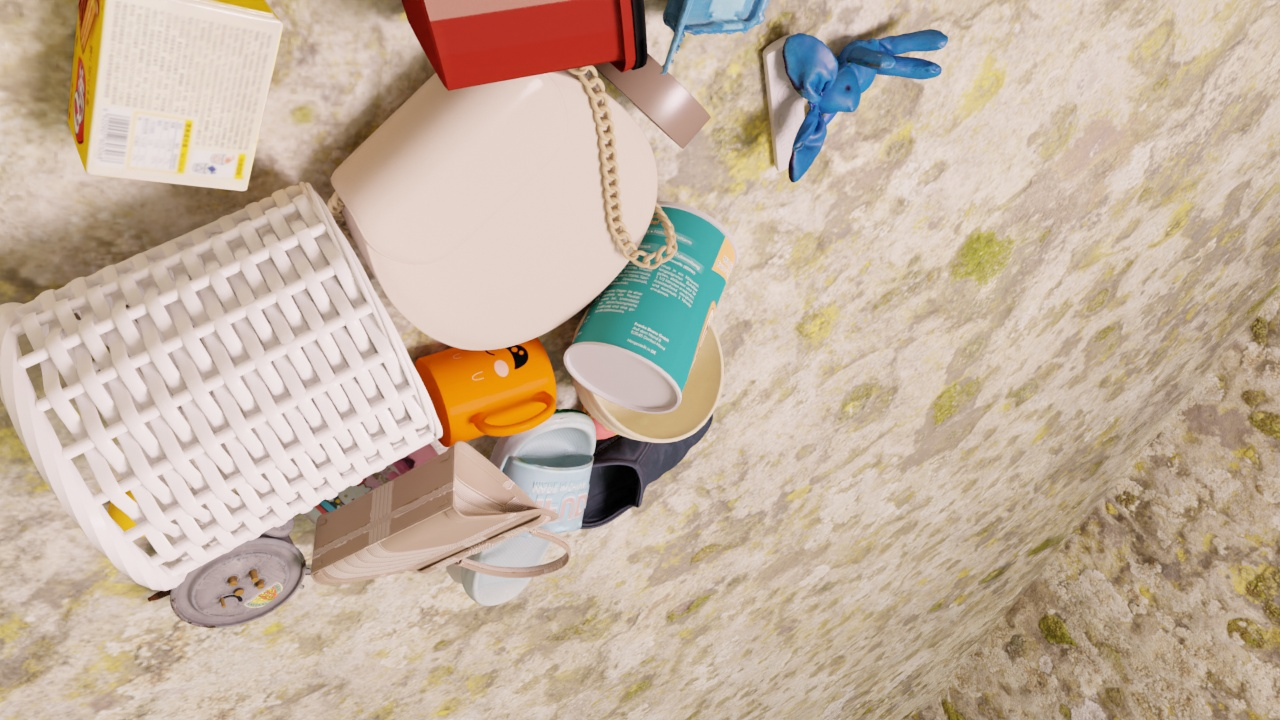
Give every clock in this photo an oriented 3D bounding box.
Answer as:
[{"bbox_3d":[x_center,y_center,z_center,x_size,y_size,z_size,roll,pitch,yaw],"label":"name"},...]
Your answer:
[{"bbox_3d":[-0.326,0.163,0.757,0.148,0.056,0.103,-51,140,12],"label":"clock"}]

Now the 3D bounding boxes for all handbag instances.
[{"bbox_3d":[-0.091,-0.107,0.650,0.211,0.103,0.208,-42,142,4],"label":"handbag"},{"bbox_3d":[-0.141,0.155,0.779,0.176,0.062,0.197,-27,141,30],"label":"handbag"}]

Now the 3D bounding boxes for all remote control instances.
[{"bbox_3d":[0.125,-0.220,0.795,0.033,0.012,0.131,-34,144,-11],"label":"remote control"}]

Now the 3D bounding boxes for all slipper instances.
[{"bbox_3d":[-0.020,0.130,0.989,0.265,0.083,0.109,-24,140,-22],"label":"slipper"},{"bbox_3d":[-0.101,0.149,0.876,0.103,0.074,0.246,-2,125,-42],"label":"slipper"}]

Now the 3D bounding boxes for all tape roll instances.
[{"bbox_3d":[0.006,-0.193,0.650,0.030,0.093,0.093,-47,144,11],"label":"tape roll"}]

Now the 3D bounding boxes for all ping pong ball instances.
[{"bbox_3d":[-0.377,0.113,0.689,0.040,0.040,0.040,-24,142,-21],"label":"ping pong ball"}]

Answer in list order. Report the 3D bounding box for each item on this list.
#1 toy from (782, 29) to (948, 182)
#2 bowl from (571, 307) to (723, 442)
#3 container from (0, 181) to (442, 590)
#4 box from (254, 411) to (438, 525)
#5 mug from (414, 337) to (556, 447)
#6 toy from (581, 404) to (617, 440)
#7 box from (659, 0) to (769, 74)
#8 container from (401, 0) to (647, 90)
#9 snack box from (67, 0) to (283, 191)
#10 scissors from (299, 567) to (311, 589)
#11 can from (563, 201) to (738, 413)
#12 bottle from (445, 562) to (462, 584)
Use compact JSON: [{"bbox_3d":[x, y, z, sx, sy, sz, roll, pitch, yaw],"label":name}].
[{"bbox_3d":[0.177,-0.238,0.770,0.176,0.071,0.113,-33,140,-19],"label":"toy"},{"bbox_3d":[-0.005,0.005,0.841,0.150,0.150,0.075,-11,175,-34],"label":"bowl"},{"bbox_3d":[-0.249,0.012,0.566,0.186,0.189,0.190,-29,143,-16],"label":"container"},{"bbox_3d":[-0.236,0.096,0.766,0.101,0.111,0.201,-55,151,-23],"label":"box"},{"bbox_3d":[-0.122,0.030,0.763,0.095,0.112,0.078,-19,128,-26],"label":"mug"},{"bbox_3d":[-0.024,0.049,0.931,0.103,0.046,0.084,-29,137,-19],"label":"toy"},{"bbox_3d":[0.065,-0.312,0.575,0.174,0.060,0.232,-47,162,-50],"label":"box"},{"bbox_3d":[-0.036,-0.241,0.515,0.200,0.148,0.127,-20,134,-11],"label":"container"},{"bbox_3d":[-0.251,-0.154,0.491,0.083,0.061,0.106,-1,130,-40],"label":"snack box"},{"bbox_3d":[-0.346,0.171,0.804,0.152,0.014,0.131,-2,131,-37],"label":"scissors"},{"bbox_3d":[0.011,-0.043,0.755,0.143,0.099,0.099,-66,153,-25],"label":"can"},{"bbox_3d":[-0.166,0.172,0.938,0.044,0.044,0.136,-8,134,-36],"label":"bottle"}]
